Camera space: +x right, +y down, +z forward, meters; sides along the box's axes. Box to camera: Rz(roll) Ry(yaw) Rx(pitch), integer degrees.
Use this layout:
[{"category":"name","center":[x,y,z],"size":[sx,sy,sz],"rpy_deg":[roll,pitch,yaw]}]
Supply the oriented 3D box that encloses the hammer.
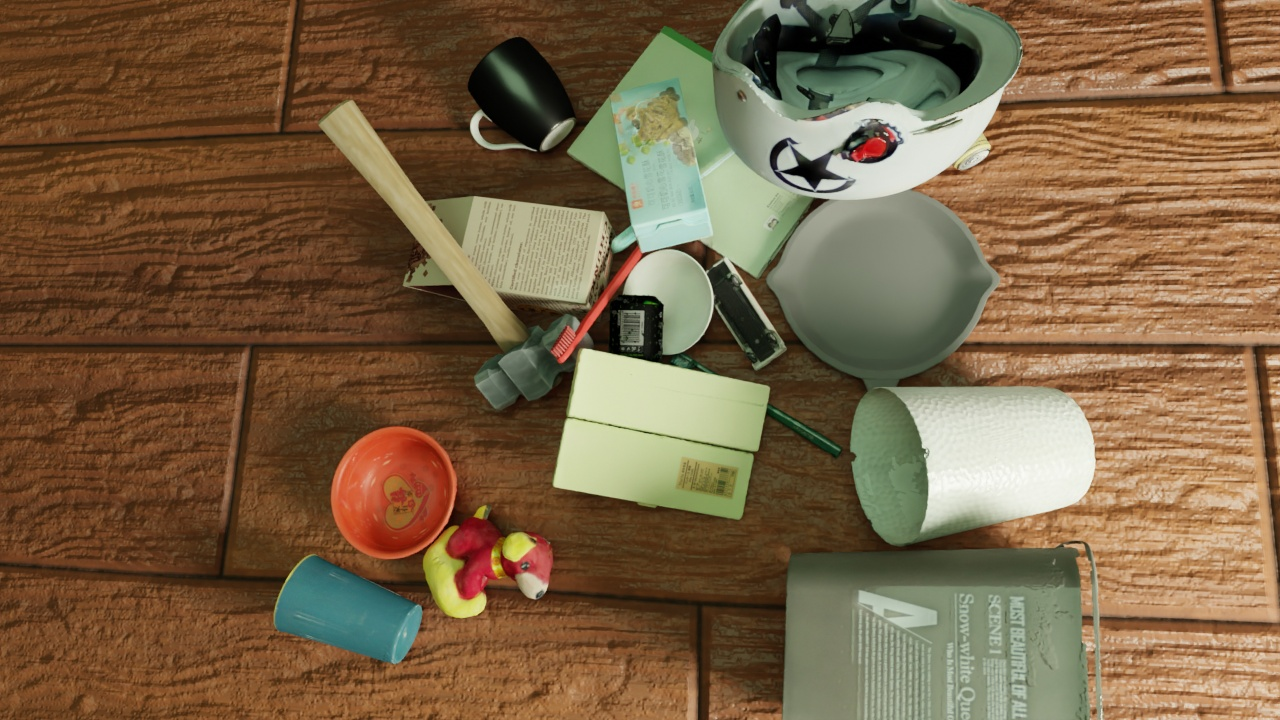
[{"category":"hammer","center":[-0.181,-0.099,0.863],"size":[0.117,0.051,0.323],"rpy_deg":[-28,109,27]}]

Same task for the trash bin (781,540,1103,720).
[{"category":"trash bin","center":[0.236,0.240,0.746],"size":[0.220,0.197,0.197],"rpy_deg":[0,77,16]}]

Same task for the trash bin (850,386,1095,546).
[{"category":"trash bin","center":[0.283,0.082,0.784],"size":[0.161,0.133,0.133],"rpy_deg":[-5,76,-13]}]

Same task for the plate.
[{"category":"plate","center":[0.031,-0.058,0.915],"size":[0.104,0.026,0.104],"rpy_deg":[1,92,33]}]

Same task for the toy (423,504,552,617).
[{"category":"toy","center":[-0.148,0.192,0.889],"size":[0.137,0.067,0.105],"rpy_deg":[-11,73,20]}]

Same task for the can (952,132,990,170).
[{"category":"can","center":[0.311,-0.231,0.909],"size":[0.038,0.038,0.079],"rpy_deg":[-26,74,3]}]

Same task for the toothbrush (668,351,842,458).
[{"category":"toothbrush","center":[0.110,0.042,0.894],"size":[0.190,0.016,0.017],"rpy_deg":[31,82,15]}]

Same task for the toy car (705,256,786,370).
[{"category":"toy car","center":[0.102,-0.046,0.905],"size":[0.039,0.039,0.113],"rpy_deg":[-38,74,24]}]

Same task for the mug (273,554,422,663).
[{"category":"mug","center":[-0.279,0.245,0.890],"size":[0.121,0.078,0.078],"rpy_deg":[18,81,8]}]

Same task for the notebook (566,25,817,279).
[{"category":"notebook","center":[0.073,-0.225,0.964],"size":[0.252,0.010,0.182],"rpy_deg":[35,85,15]}]

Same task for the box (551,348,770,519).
[{"category":"box","center":[0.020,0.071,0.858],"size":[0.187,0.024,0.137],"rpy_deg":[13,93,-9]}]

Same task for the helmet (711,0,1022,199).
[{"category":"helmet","center":[0.201,-0.238,0.851],"size":[0.264,0.164,0.235],"rpy_deg":[7,52,13]}]

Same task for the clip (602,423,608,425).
[{"category":"clip","center":[-0.030,0.085,0.912],"size":[0.046,0.014,0.050],"rpy_deg":[-26,72,3]}]

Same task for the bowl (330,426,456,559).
[{"category":"bowl","center":[-0.240,0.133,0.920],"size":[0.130,0.045,0.130],"rpy_deg":[-2,77,9]}]

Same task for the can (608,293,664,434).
[{"category":"can","center":[-0.005,0.005,0.890],"size":[0.054,0.054,0.137],"rpy_deg":[2,92,10]}]

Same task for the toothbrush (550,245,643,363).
[{"category":"toothbrush","center":[-0.030,-0.076,0.894],"size":[0.018,0.012,0.211],"rpy_deg":[47,53,-18]}]

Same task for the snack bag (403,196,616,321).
[{"category":"snack bag","center":[-0.139,-0.108,0.944],"size":[0.206,0.070,0.094],"rpy_deg":[9,79,12]}]

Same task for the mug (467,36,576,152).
[{"category":"mug","center":[-0.130,-0.265,0.980],"size":[0.100,0.084,0.119],"rpy_deg":[49,119,4]}]

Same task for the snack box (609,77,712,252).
[{"category":"snack box","center":[0.019,-0.196,0.917],"size":[0.075,0.053,0.174],"rpy_deg":[-13,62,7]}]

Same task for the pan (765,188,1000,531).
[{"category":"pan","center":[0.230,-0.015,0.881],"size":[0.217,0.024,0.354],"rpy_deg":[1,77,10]}]

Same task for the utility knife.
[{"category":"utility knife","center":[0.041,-0.168,0.940],"size":[0.177,0.022,0.015],"rpy_deg":[-38,76,-4]}]
